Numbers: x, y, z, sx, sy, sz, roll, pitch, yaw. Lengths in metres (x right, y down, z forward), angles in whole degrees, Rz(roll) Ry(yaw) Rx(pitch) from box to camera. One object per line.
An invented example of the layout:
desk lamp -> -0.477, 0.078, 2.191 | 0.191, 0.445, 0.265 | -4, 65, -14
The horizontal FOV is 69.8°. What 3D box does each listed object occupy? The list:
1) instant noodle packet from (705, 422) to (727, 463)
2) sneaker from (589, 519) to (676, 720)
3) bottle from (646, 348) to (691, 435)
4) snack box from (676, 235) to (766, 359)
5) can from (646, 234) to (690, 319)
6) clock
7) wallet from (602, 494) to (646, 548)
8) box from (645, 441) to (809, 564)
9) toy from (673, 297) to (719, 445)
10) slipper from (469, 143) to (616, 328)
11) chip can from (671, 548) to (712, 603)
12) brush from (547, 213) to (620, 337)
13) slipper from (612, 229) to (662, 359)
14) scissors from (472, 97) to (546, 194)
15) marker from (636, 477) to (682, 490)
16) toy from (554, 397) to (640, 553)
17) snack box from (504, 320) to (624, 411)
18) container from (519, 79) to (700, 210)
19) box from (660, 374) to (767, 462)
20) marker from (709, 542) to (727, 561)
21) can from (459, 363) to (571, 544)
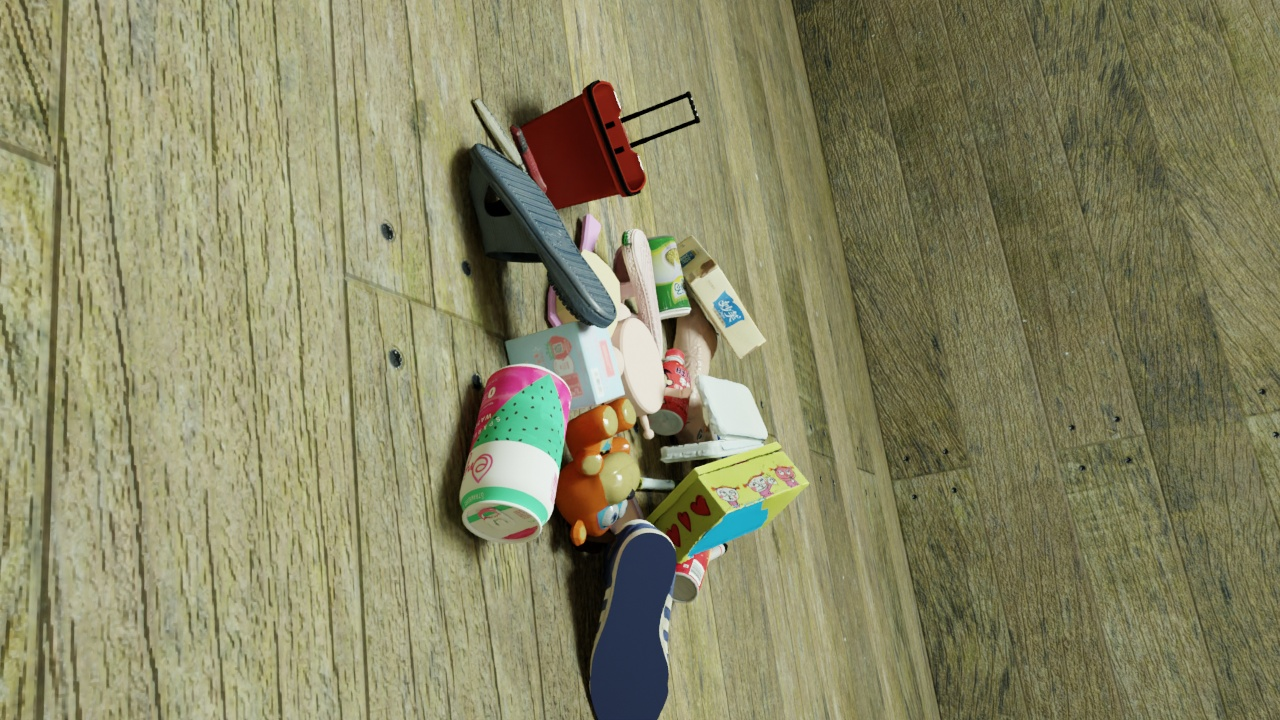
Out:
instant noodle packet -> 0.122, 0.159, 1.448 | 0.087, 0.026, 0.134 | 89, -7, -56
sneaker -> -0.014, 0.293, 1.046 | 0.118, 0.091, 0.233 | -148, -117, -80
bottle -> 0.043, 0.040, 1.337 | 0.062, 0.062, 0.137 | 57, 28, -37
snack box -> 0.120, -0.107, 1.486 | 0.153, 0.055, 0.207 | 55, 5, -21
can -> 0.032, -0.124, 1.401 | 0.067, 0.067, 0.121 | 1, 75, -66
clock -> -0.007, 0.007, 1.222 | 0.160, 0.086, 0.130 | 48, 34, -37
wallet -> -0.018, 0.212, 1.154 | 0.115, 0.018, 0.091 | -61, 132, -63
box -> 0.122, 0.192, 1.265 | 0.220, 0.125, 0.083 | -7, 52, -48
toy -> 0.094, 0.035, 1.459 | 0.196, 0.065, 0.264 | 37, 47, -58
slipper -> -0.127, -0.125, 0.999 | 0.263, 0.083, 0.101 | 55, 16, 18
chip can -> 0.081, 0.257, 1.307 | 0.052, 0.052, 0.214 | 67, 24, -19
brush -> -0.065, -0.114, 1.180 | 0.089, 0.043, 0.228 | 42, 38, -33
slipper -> -0.012, -0.089, 1.288 | 0.240, 0.064, 0.094 | 76, 13, -50
scissors -> -0.139, -0.232, 1.086 | 0.179, 0.015, 0.197 | 51, -9, 3
marker -> 0.027, 0.173, 1.276 | 0.146, 0.017, 0.017 | 19, 60, -64
toy -> -0.050, 0.129, 1.023 | 0.112, 0.096, 0.176 | -20, 130, -70
snack box -> -0.083, 0.009, 1.019 | 0.079, 0.095, 0.093 | -15, 90, -67
container -> -0.033, -0.281, 1.162 | 0.126, 0.201, 0.148 | -59, 130, -67
box -> 0.100, 0.100, 1.307 | 0.211, 0.106, 0.130 | 18, 52, -63
marker -> 0.107, 0.291, 1.387 | 0.145, 0.019, 0.019 | 4, 73, -66
can -> -0.120, 0.087, 0.894 | 0.088, 0.088, 0.165 | 54, 31, -41
